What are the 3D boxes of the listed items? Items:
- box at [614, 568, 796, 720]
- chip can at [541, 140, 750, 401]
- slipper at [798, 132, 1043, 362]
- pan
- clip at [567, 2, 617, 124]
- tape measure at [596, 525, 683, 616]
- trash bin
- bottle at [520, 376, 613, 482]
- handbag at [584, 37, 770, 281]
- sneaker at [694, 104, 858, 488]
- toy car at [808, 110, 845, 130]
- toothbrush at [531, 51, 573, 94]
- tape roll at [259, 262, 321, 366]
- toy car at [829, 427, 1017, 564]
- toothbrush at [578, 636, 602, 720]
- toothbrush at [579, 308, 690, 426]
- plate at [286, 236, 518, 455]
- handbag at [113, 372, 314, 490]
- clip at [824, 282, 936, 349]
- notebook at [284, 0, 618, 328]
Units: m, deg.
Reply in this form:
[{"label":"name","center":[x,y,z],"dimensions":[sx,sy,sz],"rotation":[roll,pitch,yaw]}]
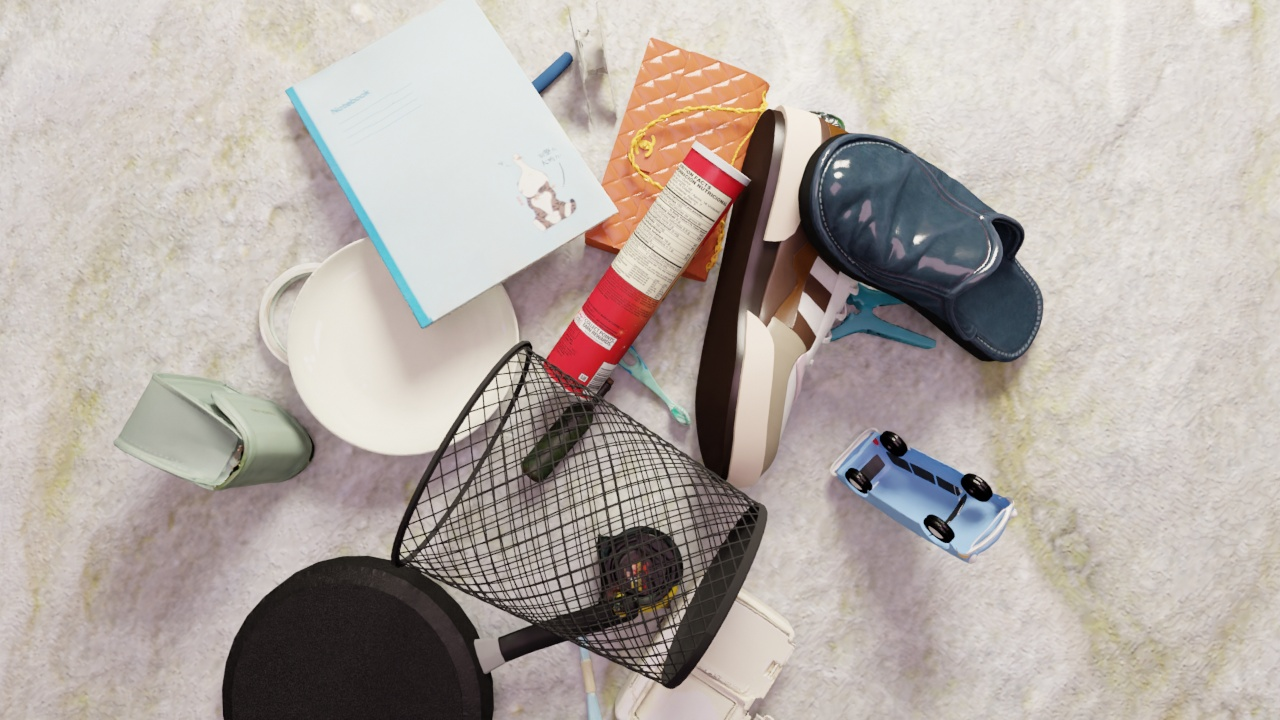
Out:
[{"label":"box","center":[0.088,0.275,0.743],"dimensions":[0.184,0.044,0.143],"rotation":[32,88,2]},{"label":"chip can","center":[0.001,-0.066,0.717],"dimensions":[0.052,0.051,0.215],"rotation":[36,104,2]},{"label":"slipper","center":[0.235,-0.082,0.682],"dimensions":[0.265,0.084,0.108],"rotation":[31,80,-26]},{"label":"pan","center":[-0.170,0.251,0.732],"dimensions":[0.357,0.034,0.225],"rotation":[-20,87,8]},{"label":"clip","center":[-0.031,-0.256,0.762],"dimensions":[0.052,0.102,0.059],"rotation":[3,46,13]},{"label":"tape measure","center":[-0.001,0.171,0.751],"dimensions":[0.072,0.042,0.071],"rotation":[-5,79,5]},{"label":"trash bin","center":[-0.036,0.117,0.657],"dimensions":[0.210,0.184,0.184],"rotation":[29,88,3]},{"label":"bottle","center":[-0.058,0.056,0.763],"dimensions":[0.025,0.025,0.106],"rotation":[40,89,2]},{"label":"handbag","center":[0.032,-0.164,0.757],"dimensions":[0.109,0.060,0.172],"rotation":[18,88,-3]},{"label":"sneaker","center":[0.124,-0.040,0.716],"dimensions":[0.116,0.112,0.293],"rotation":[11,88,-11]},{"label":"toy car","center":[0.139,-0.154,0.766],"dimensions":[0.048,0.032,0.105],"rotation":[12,93,1]},{"label":"toothbrush","center":[-0.120,-0.204,0.780],"dimensions":[0.167,0.014,0.014],"rotation":[-42,99,-3]},{"label":"tape roll","center":[-0.274,-0.036,0.776],"dimensions":[0.093,0.013,0.093],"rotation":[0,87,1]},{"label":"toy car","center":[0.216,0.104,0.709],"dimensions":[0.056,0.153,0.055],"rotation":[-44,125,-10]},{"label":"toothbrush","center":[-0.037,0.291,0.758],"dimensions":[0.022,0.016,0.155],"rotation":[-6,86,-41]},{"label":"toothbrush","center":[-0.005,0.004,0.769],"dimensions":[0.022,0.017,0.135],"rotation":[-42,88,2]},{"label":"plate","center":[-0.192,-0.013,0.754],"dimensions":[0.182,0.034,0.182],"rotation":[1,85,-9]},{"label":"handbag","center":[-0.327,0.057,0.720],"dimensions":[0.106,0.122,0.067],"rotation":[27,86,4]},{"label":"clip","center":[0.180,-0.024,0.764],"dimensions":[0.130,0.030,0.120],"rotation":[26,84,3]},{"label":"notebook","center":[-0.159,-0.171,0.750],"dimensions":[0.181,0.009,0.253],"rotation":[-32,75,-4]}]
